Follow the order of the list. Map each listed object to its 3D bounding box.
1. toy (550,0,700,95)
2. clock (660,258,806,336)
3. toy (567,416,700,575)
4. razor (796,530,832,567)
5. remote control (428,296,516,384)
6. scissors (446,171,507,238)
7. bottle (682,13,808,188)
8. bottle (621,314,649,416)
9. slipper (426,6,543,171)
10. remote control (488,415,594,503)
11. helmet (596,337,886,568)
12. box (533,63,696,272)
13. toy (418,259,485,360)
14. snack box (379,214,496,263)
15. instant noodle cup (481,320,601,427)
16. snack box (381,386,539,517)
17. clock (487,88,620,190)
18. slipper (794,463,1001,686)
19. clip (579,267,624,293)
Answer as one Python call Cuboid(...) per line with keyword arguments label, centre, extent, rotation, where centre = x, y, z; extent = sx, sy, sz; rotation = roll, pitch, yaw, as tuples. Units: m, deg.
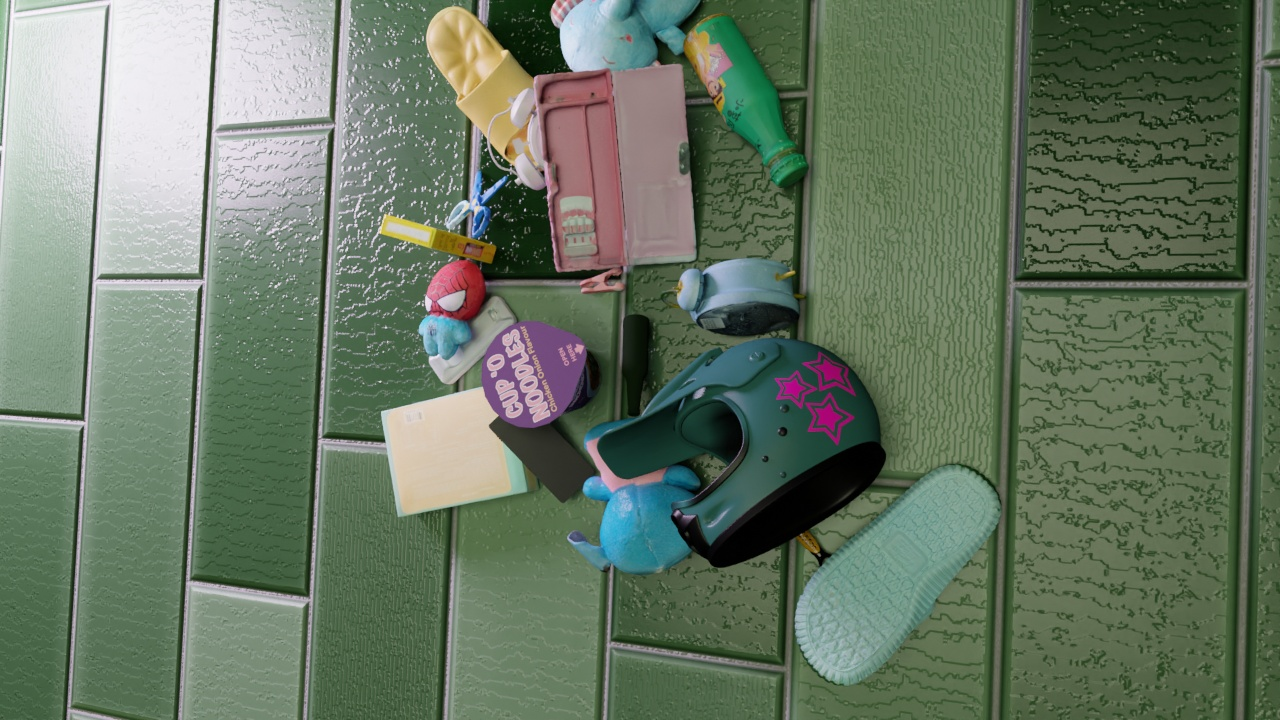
Cuboid(label="toy", centre=(-0.013, -0.405, 1.096), extent=(0.181, 0.115, 0.183), rotation=(-37, 71, 4))
Cuboid(label="clock", centre=(0.102, -0.068, 1.032), extent=(0.162, 0.118, 0.060), rotation=(-4, 75, 13))
Cuboid(label="toy", centre=(0.016, 0.151, 1.071), extent=(0.224, 0.099, 0.191), rotation=(-14, 72, 11))
Cuboid(label="razor", centre=(0.185, 0.199, 1.040), extent=(0.044, 0.021, 0.144), rotation=(-41, 76, -5))
Cuboid(label="remote control", centre=(-0.221, -0.026, 1.195), extent=(0.133, 0.022, 0.050), rotation=(-41, 75, 14))
Cuboid(label="scissors", centre=(-0.211, -0.198, 1.177), extent=(0.127, 0.013, 0.125), rotation=(-29, 45, 32))
Cuboid(label="bottle", centre=(0.125, -0.296, 1.057), extent=(0.068, 0.068, 0.209), rotation=(-32, 78, 16))
Cuboid(label="bottle", centre=(-0.006, 0.006, 1.092), extent=(0.033, 0.033, 0.122), rotation=(-7, 67, 19))
Cuboid(label="slipper", centre=(-0.192, -0.348, 1.169), extent=(0.100, 0.078, 0.263), rotation=(-41, 78, 18))
Cuboid(label="remote control", centre=(-0.122, 0.109, 1.130), extent=(0.058, 0.013, 0.133), rotation=(-43, 90, -11))
Cuboid(label="helmet", centre=(0.108, 0.082, 0.971), extent=(0.274, 0.177, 0.200), rotation=(-28, 58, -11))
Cuboid(label="box", centre=(-0.028, -0.224, 1.086), extent=(0.179, 0.040, 0.233), rotation=(-4, 107, 0))
Cuboid(label="toy", centre=(-0.244, -0.067, 1.177), extent=(0.092, 0.062, 0.132), rotation=(7, 77, 47))
Cuboid(label="snack box", centre=(-0.248, -0.150, 1.142), extent=(0.075, 0.152, 0.025), rotation=(17, 95, 19))
Cuboid(label="instant noodle cup", centre=(-0.100, 0.015, 1.097), extent=(0.137, 0.121, 0.122), rotation=(-26, 79, 17))
Cuboid(label="snack box", centre=(-0.235, 0.115, 1.182), extent=(0.194, 0.044, 0.141), rotation=(-14, 84, 19))
Cuboid(label="clock", centre=(-0.106, -0.271, 1.117), extent=(0.159, 0.061, 0.120), rotation=(-4, 107, -3))
Cuboid(label="slipper", centre=(0.274, 0.225, 0.986), extent=(0.276, 0.069, 0.116), rotation=(-45, 73, -3))
Cuboid(label="clip", centre=(-0.044, -0.091, 1.136), extent=(0.060, 0.023, 0.045), rotation=(-37, 75, 9))
